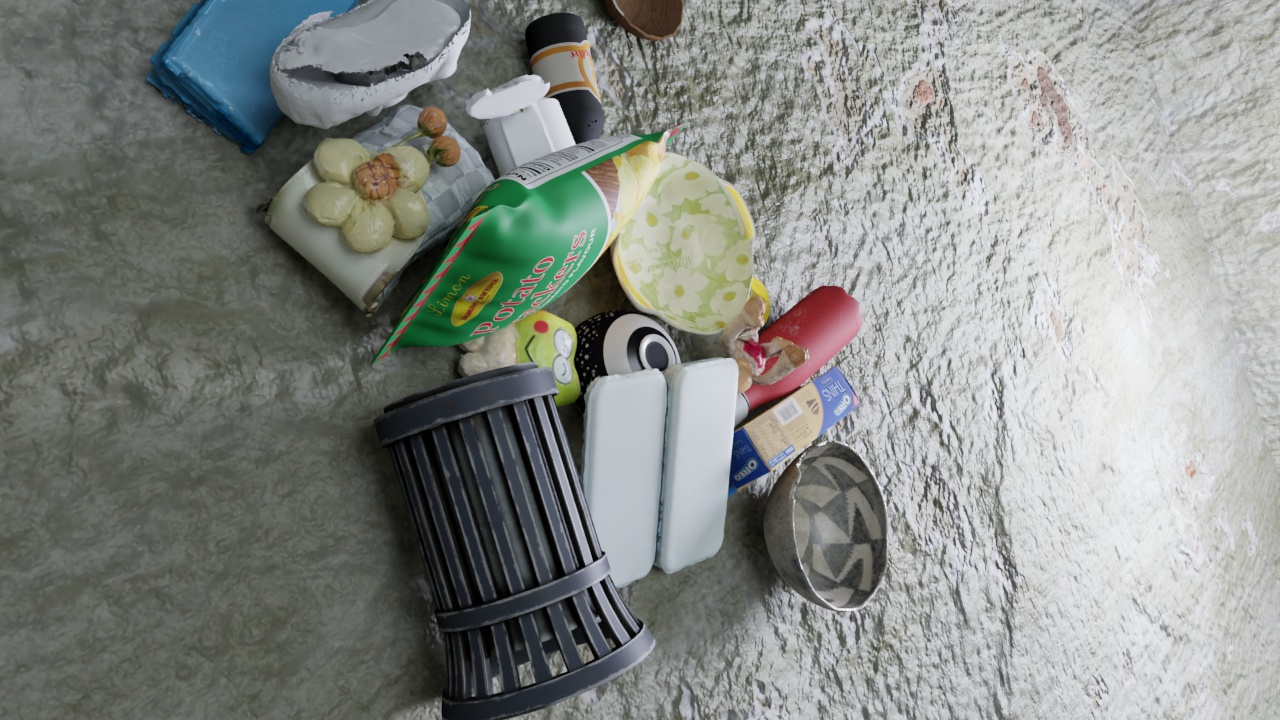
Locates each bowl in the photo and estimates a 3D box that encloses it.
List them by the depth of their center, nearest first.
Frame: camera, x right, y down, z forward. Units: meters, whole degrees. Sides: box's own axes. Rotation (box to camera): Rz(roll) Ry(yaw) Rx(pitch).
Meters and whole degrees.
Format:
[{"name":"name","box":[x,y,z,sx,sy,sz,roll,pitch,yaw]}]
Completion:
[{"name":"bowl","box":[-0.005,0.005,0.864,0.120,0.067,0.120,16,64,-36]},{"name":"bowl","box":[0.031,-0.113,0.940,0.218,0.060,0.188,-36,104,-40]},{"name":"bowl","box":[0.189,0.180,0.990,0.178,0.081,0.178,12,72,-40]},{"name":"bowl","box":[-0.005,-0.400,1.001,0.117,0.030,0.117,12,71,-40]}]

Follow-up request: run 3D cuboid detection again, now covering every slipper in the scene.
[{"name":"slipper","box":[-0.203,-0.232,0.707,0.246,0.112,0.075,-69,169,-57]}]

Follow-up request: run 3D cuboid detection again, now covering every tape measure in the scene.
[{"name":"tape measure","box":[0.117,-0.063,1.018,0.064,0.037,0.065,42,55,-26]}]

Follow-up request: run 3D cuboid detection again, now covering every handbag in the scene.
[{"name":"handbag","box":[-0.187,-0.133,0.706,0.112,0.124,0.171,43,52,-7]}]

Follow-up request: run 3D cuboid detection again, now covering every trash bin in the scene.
[{"name":"trash bin","box":[-0.102,0.128,0.693,0.163,0.165,0.227,-14,85,-43]}]

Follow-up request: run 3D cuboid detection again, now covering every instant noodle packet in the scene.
[{"name":"instant noodle packet","box":[-0.086,-0.095,0.731,0.090,0.196,0.251,51,45,2]}]

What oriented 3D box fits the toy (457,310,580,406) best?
[{"name":"toy","box":[-0.104,-0.002,0.800,0.115,0.046,0.092,6,74,-33]}]

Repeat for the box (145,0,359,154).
[{"name":"box","box":[-0.286,-0.275,0.716,0.093,0.053,0.231,48,51,-44]}]

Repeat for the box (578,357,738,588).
[{"name":"box","box":[0.018,0.104,0.845,0.188,0.037,0.209,-8,107,-46]}]

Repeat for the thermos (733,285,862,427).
[{"name":"thermos","box":[0.154,-0.001,1.012,0.239,0.073,0.073,-37,104,-33]}]

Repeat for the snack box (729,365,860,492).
[{"name":"snack box","box":[0.164,0.071,0.999,0.206,0.056,0.057,-25,81,-46]}]

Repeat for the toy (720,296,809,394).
[{"name":"toy","box":[0.101,-0.003,0.919,0.106,0.074,0.085,-42,103,3]}]

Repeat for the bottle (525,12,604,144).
[{"name":"bottle","box":[-0.066,-0.236,0.884,0.059,0.059,0.181,-8,85,-43]}]

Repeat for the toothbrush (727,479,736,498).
[{"name":"toothbrush","box":[0.087,0.137,0.960,0.166,0.014,0.016,-32,98,-38]}]

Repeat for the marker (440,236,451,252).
[{"name":"marker","box":[-0.162,-0.094,0.787,0.017,0.021,0.123,36,59,-30]}]

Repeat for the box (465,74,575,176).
[{"name":"box","box":[-0.093,-0.177,0.798,0.150,0.080,0.106,-38,107,-84]}]
